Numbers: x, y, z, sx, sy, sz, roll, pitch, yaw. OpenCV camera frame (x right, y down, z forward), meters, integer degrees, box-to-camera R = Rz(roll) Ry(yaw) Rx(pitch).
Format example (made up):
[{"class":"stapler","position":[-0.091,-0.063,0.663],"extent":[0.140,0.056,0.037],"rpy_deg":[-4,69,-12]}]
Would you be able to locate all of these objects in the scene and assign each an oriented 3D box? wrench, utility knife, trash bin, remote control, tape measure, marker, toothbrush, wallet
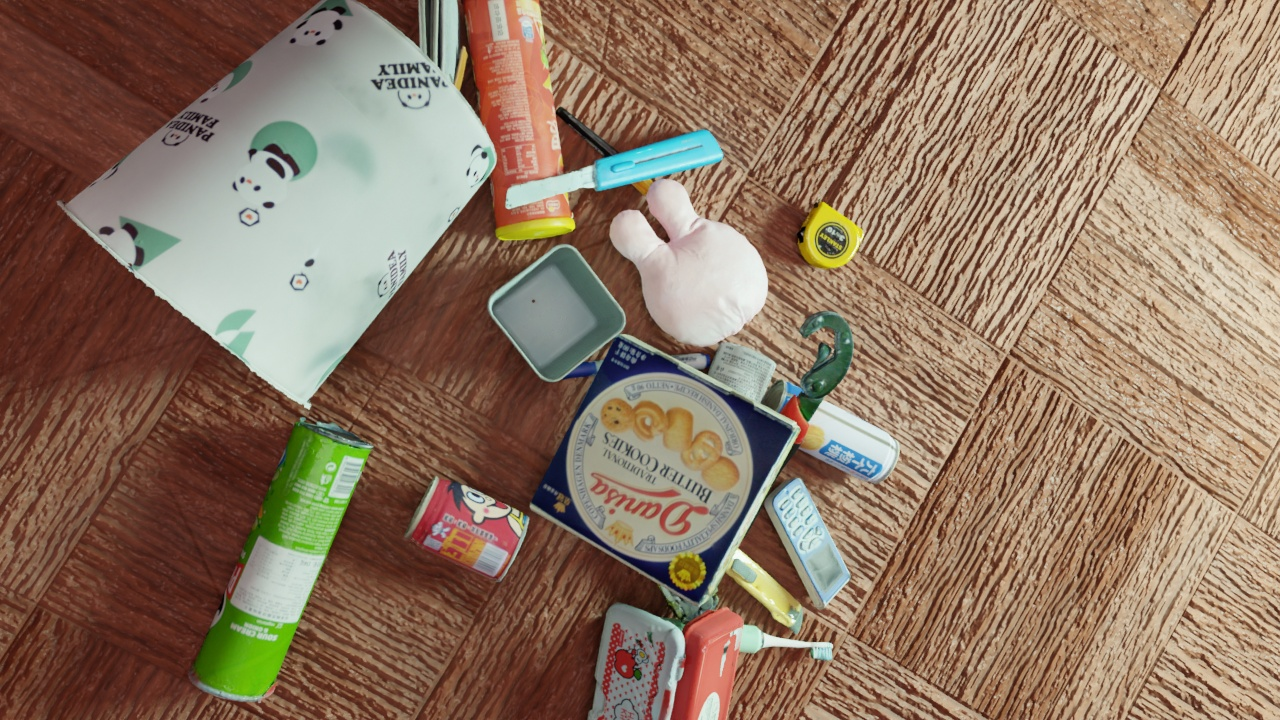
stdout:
[{"class":"wrench","position":[0.126,0.079,0.855],"extent":[0.056,0.016,0.274],"rpy_deg":[20,109,-11]},{"class":"utility knife","position":[-0.021,-0.170,0.824],"extent":[0.233,0.018,0.034],"rpy_deg":[-22,96,-30]},{"class":"trash bin","position":[-0.265,-0.131,0.723],"extent":[0.229,0.230,0.251],"rpy_deg":[42,78,-9]},{"class":"remote control","position":[0.163,0.178,0.901],"extent":[0.048,0.024,0.125],"rpy_deg":[-33,99,-35]},{"class":"tape measure","position":[0.183,-0.118,0.899],"extent":[0.060,0.029,0.057],"rpy_deg":[31,85,-10]},{"class":"marker","position":[-0.030,-0.194,0.861],"extent":[0.124,0.018,0.015],"rpy_deg":[40,79,-8]},{"class":"toothbrush","position":[0.083,0.270,0.893],"extent":[0.224,0.026,0.027],"rpy_deg":[9,68,-11]},{"class":"utility knife","position":[0.093,0.200,0.885],"extent":[0.201,0.021,0.030],"rpy_deg":[40,67,-16]},{"class":"marker","position":[-0.005,0.005,0.873],"extent":[0.145,0.017,0.017],"rpy_deg":[-4,92,-11]},{"class":"wallet","position":[-0.166,-0.267,0.776],"extent":[0.037,0.130,0.106],"rpy_deg":[0,92,-7]}]

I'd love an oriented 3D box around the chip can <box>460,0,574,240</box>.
[{"class":"chip can","position":[-0.110,-0.218,0.818],"extent":[0.073,0.073,0.216],"rpy_deg":[-10,94,-11]}]

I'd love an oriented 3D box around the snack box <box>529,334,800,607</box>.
[{"class":"snack box","position":[0.021,0.096,0.821],"extent":[0.178,0.045,0.182],"rpy_deg":[28,94,14]}]

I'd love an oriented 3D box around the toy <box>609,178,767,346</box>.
[{"class":"toy","position":[0.046,-0.091,0.860],"extent":[0.121,0.054,0.159],"rpy_deg":[-41,101,-14]}]

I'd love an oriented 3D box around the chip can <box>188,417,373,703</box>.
[{"class":"chip can","position":[-0.307,0.169,0.791],"extent":[0.072,0.072,0.236],"rpy_deg":[23,88,-11]}]

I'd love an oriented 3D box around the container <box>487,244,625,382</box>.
[{"class":"container","position":[-0.078,-0.040,0.809],"extent":[0.090,0.111,0.090],"rpy_deg":[-38,97,-8]}]

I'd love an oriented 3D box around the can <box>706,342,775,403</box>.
[{"class":"can","position":[0.076,0.058,0.869],"extent":[0.058,0.058,0.146],"rpy_deg":[22,87,-11]}]

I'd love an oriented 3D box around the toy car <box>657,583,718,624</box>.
[{"class":"toy car","position":[0.034,0.201,0.877],"extent":[0.048,0.032,0.105],"rpy_deg":[-31,98,-15]}]

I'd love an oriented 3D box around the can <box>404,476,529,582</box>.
[{"class":"can","position":[-0.156,0.150,0.823],"extent":[0.094,0.066,0.066],"rpy_deg":[27,86,-10]}]

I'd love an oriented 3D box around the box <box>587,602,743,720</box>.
[{"class":"box","position":[0.017,0.320,0.861],"extent":[0.110,0.100,0.201],"rpy_deg":[-8,112,-50]}]

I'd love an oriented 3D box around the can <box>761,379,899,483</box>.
[{"class":"can","position":[0.182,0.070,0.891],"extent":[0.134,0.053,0.053],"rpy_deg":[27,86,-11]}]
